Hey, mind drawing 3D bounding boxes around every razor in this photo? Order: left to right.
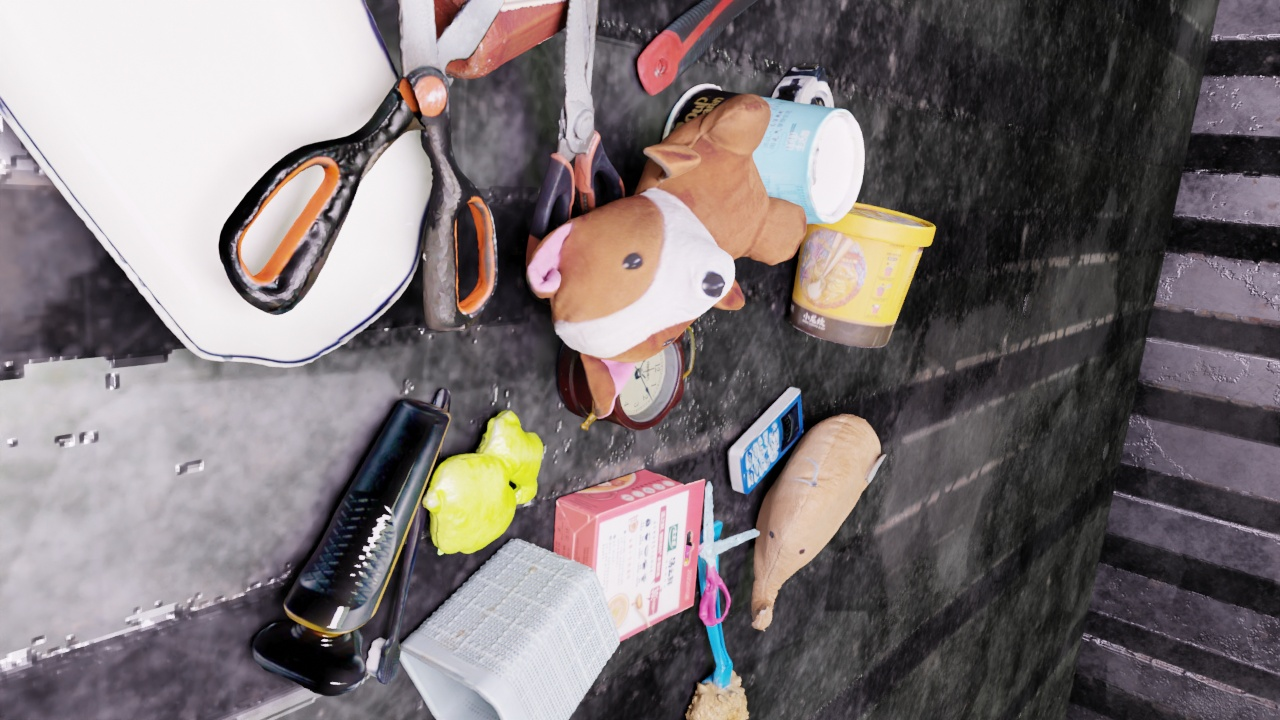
[{"bbox_3d":[-0.152,0.098,0.513,0.068,0.062,0.167,88,23,-71],"label":"razor"}]

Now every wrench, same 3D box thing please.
[{"bbox_3d":[0.079,-0.279,0.696,0.272,0.016,0.056,-46,134,-33],"label":"wrench"}]

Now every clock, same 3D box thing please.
[{"bbox_3d":[-0.004,0.004,0.655,0.121,0.055,0.082,-18,115,-44],"label":"clock"}]

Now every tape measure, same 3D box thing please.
[{"bbox_3d":[0.136,-0.208,0.778,0.065,0.034,0.066,-53,136,-29],"label":"tape measure"}]

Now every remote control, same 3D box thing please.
[{"bbox_3d":[0.118,0.073,0.857,0.124,0.024,0.049,-37,129,-44],"label":"remote control"}]

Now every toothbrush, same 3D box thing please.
[{"bbox_3d":[-0.139,0.105,0.556,0.015,0.018,0.181,14,89,-58],"label":"toothbrush"}]

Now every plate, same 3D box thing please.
[{"bbox_3d":[-0.188,-0.120,0.400,0.161,0.034,0.266,-48,135,-30],"label":"plate"}]

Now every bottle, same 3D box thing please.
[{"bbox_3d":[-0.041,-0.228,0.526,0.205,0.060,0.060,-44,133,-33],"label":"bottle"}]

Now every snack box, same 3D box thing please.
[{"bbox_3d":[-0.009,0.150,0.708,0.126,0.044,0.113,-10,109,-48],"label":"snack box"}]

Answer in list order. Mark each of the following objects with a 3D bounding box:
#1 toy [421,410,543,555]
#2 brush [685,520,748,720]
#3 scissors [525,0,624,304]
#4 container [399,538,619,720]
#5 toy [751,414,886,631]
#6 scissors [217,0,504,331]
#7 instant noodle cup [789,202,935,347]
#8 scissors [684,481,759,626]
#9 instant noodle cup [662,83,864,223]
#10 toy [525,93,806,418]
[{"bbox_3d":[-0.096,0.080,0.578,0.097,0.031,0.100,52,54,-51],"label":"toy"},{"bbox_3d":[0.068,0.267,0.856,0.083,0.046,0.255,-20,113,-42],"label":"brush"},{"bbox_3d":[-0.032,-0.133,0.558,0.205,0.015,0.198,-64,157,4],"label":"scissors"},{"bbox_3d":[-0.079,0.187,0.599,0.111,0.090,0.090,-45,134,-36],"label":"container"},{"bbox_3d":[0.156,0.147,0.880,0.225,0.082,0.144,-49,151,-28],"label":"toy"},{"bbox_3d":[-0.111,-0.104,0.436,0.227,0.022,0.221,-40,137,-29],"label":"scissors"},{"bbox_3d":[0.193,-0.080,0.831,0.118,0.118,0.114,-12,118,-49],"label":"instant noodle cup"},{"bbox_3d":[0.056,0.172,0.799,0.133,0.017,0.134,-11,100,-36],"label":"scissors"},{"bbox_3d":[0.093,-0.144,0.673,0.111,0.121,0.111,-20,117,-46],"label":"instant noodle cup"},{"bbox_3d":[0.020,-0.067,0.571,0.199,0.131,0.140,-41,122,-23],"label":"toy"}]
